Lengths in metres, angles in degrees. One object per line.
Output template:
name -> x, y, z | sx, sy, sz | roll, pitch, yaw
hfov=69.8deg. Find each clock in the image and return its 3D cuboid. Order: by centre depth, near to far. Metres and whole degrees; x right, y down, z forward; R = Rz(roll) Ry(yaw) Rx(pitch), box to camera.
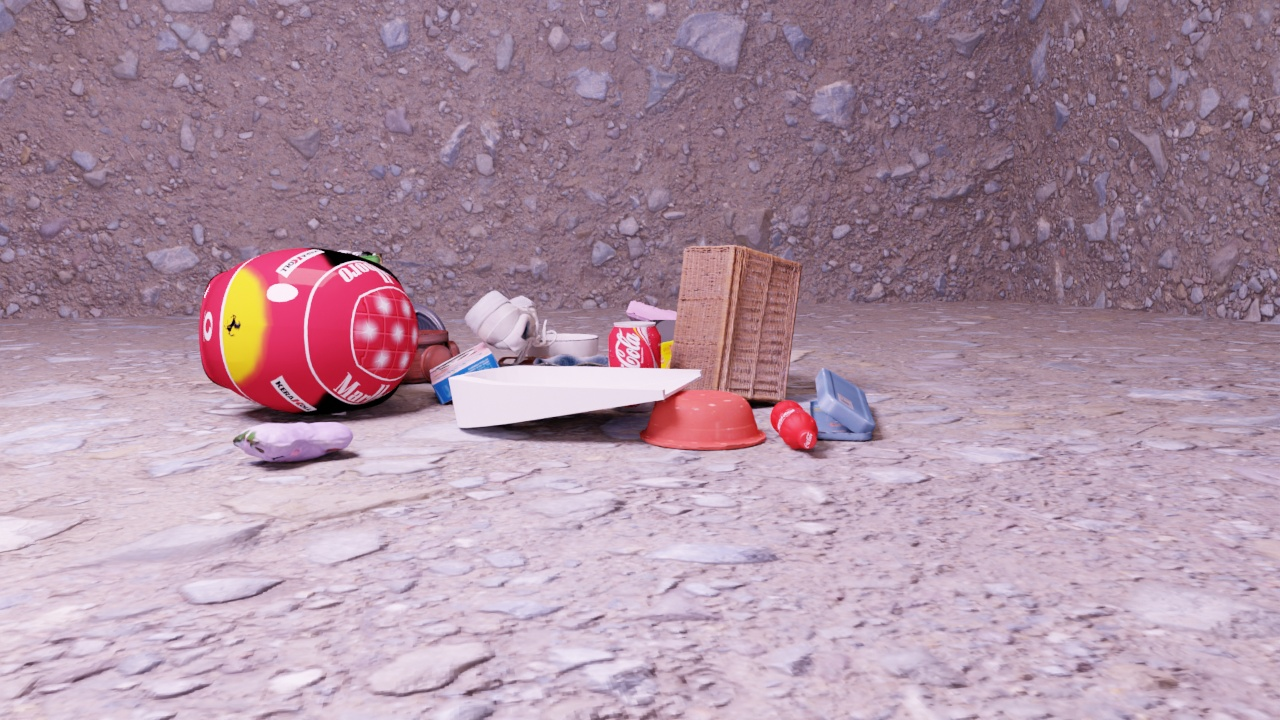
clock -> -0.334, -0.006, 1.389 | 0.158, 0.072, 0.120 | -1, 7, 5

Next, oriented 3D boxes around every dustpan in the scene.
dustpan -> -0.080, 0.023, 1.002 | 0.258, 0.053, 0.191 | -10, 3, 16

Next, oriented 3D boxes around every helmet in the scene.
helmet -> -0.379, -0.033, 1.103 | 0.225, 0.197, 0.270 | 2, -1, 19

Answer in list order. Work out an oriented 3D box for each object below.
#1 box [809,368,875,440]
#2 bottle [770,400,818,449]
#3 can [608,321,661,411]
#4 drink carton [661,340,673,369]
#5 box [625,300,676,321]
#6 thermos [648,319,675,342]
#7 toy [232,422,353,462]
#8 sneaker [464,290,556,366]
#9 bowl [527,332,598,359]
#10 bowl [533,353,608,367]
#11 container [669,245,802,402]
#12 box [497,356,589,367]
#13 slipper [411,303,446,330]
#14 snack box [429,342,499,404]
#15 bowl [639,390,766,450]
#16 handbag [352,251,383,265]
box -> 0.219, 0.061, 1.020 | 0.068, 0.059, 0.209 | 30, 13, 5
bottle -> 0.153, 0.066, 0.898 | 0.036, 0.036, 0.119 | 0, 7, -1
can -> -0.007, 0.007, 1.118 | 0.064, 0.105, 0.064 | 0, 7, 0
drink carton -> 0.059, -0.001, 1.277 | 0.043, 0.058, 0.135 | -4, -4, -24
box -> 0.099, -0.034, 1.568 | 0.230, 0.035, 0.159 | 18, -12, 21
thermos -> 0.095, -0.021, 1.398 | 0.082, 0.082, 0.241 | -6, 6, -39
toy -> -0.323, 0.076, 0.853 | 0.099, 0.036, 0.080 | 0, -5, -43
sneaker -> -0.176, -0.038, 1.299 | 0.089, 0.091, 0.242 | -45, -3, 2
bowl -> -0.121, -0.007, 1.422 | 0.113, 0.063, 0.113 | 0, 7, 0
bowl -> -0.084, 0.023, 1.195 | 0.110, 0.055, 0.110 | 0, 6, 0
container -> 0.118, -0.043, 1.155 | 0.112, 0.198, 0.114 | 9, -1, -29
box -> -0.123, 0.021, 1.286 | 0.188, 0.056, 0.063 | -1, 1, 17
slipper -> -0.440, -0.034, 1.497 | 0.269, 0.111, 0.083 | -1, 9, 21
snack box -> -0.237, 0.015, 1.233 | 0.088, 0.033, 0.154 | -29, 12, -9
bowl -> 0.064, 0.057, 0.942 | 0.130, 0.045, 0.130 | 0, 6, 0
handbag -> -0.410, -0.053, 1.292 | 0.139, 0.195, 0.072 | -1, 12, 30
